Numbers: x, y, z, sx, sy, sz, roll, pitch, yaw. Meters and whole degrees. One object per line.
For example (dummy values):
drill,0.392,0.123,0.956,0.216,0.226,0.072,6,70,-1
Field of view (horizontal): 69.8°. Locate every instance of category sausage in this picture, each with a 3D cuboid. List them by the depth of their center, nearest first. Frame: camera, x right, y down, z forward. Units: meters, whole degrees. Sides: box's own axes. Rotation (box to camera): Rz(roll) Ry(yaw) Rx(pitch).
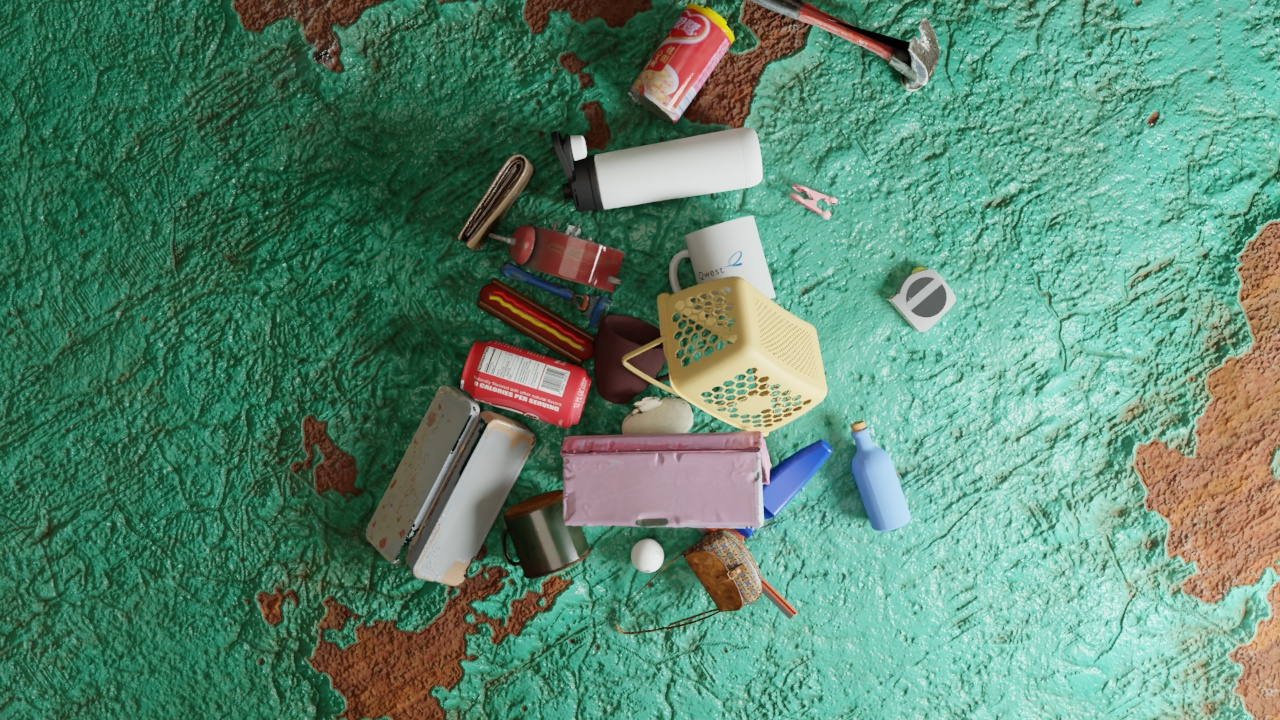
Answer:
sausage,-0.123,-0.045,1.093,0.155,0.040,0.040,30,94,-1

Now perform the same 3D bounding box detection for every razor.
razor,-0.103,-0.085,1.100,0.141,0.018,0.044,25,119,1

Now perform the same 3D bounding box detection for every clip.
clip,0.204,-0.186,1.089,0.060,0.023,0.044,3,92,-5

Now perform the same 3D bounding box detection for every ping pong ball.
ping pong ball,0.008,0.236,1.111,0.040,0.040,0.040,0,94,1

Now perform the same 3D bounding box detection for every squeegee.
squeegee,0.156,0.160,1.095,0.249,0.055,0.185,44,109,0

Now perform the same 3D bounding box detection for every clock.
clock,-0.094,-0.128,1.049,0.156,0.110,0.062,16,95,-7

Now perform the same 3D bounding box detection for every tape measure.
tape measure,0.336,-0.074,1.096,0.065,0.016,0.064,-42,93,3

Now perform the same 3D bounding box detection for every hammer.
hammer,0.182,-0.397,1.034,0.326,0.140,0.036,27,94,7

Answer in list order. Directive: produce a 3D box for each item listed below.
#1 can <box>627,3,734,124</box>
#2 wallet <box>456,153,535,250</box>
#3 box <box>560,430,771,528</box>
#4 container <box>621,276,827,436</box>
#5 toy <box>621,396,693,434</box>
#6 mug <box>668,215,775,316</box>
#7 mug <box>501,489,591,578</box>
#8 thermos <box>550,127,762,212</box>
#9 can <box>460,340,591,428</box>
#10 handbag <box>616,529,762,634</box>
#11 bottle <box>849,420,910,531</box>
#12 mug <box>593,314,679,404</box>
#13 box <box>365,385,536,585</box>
can,0.047,-0.340,1.055,0.066,0.066,0.124,35,94,-2
wallet,-0.163,-0.180,1.054,0.027,0.098,0.121,35,94,-3
box,0.026,0.145,1.035,0.233,0.099,0.106,-2,58,14
container,0.092,0.007,1.013,0.167,0.183,0.129,-25,56,33
toy,0.020,0.073,1.091,0.087,0.050,0.112,-18,123,5
mug,0.088,-0.105,1.072,0.120,0.082,0.096,-14,94,29
mug,-0.123,0.208,1.095,0.111,0.084,0.081,-19,92,26
thermos,0.020,-0.233,1.057,0.230,0.068,0.101,-9,119,2
can,-0.133,0.027,1.080,0.142,0.074,0.074,17,94,-1
handbag,0.049,0.281,1.100,0.196,0.043,0.093,-32,96,16
bottle,0.279,0.135,1.096,0.048,0.048,0.131,-20,94,2
mug,-0.006,0.006,1.084,0.114,0.087,0.088,10,114,-27
box,-0.231,0.150,1.110,0.114,0.096,0.217,26,95,-32
